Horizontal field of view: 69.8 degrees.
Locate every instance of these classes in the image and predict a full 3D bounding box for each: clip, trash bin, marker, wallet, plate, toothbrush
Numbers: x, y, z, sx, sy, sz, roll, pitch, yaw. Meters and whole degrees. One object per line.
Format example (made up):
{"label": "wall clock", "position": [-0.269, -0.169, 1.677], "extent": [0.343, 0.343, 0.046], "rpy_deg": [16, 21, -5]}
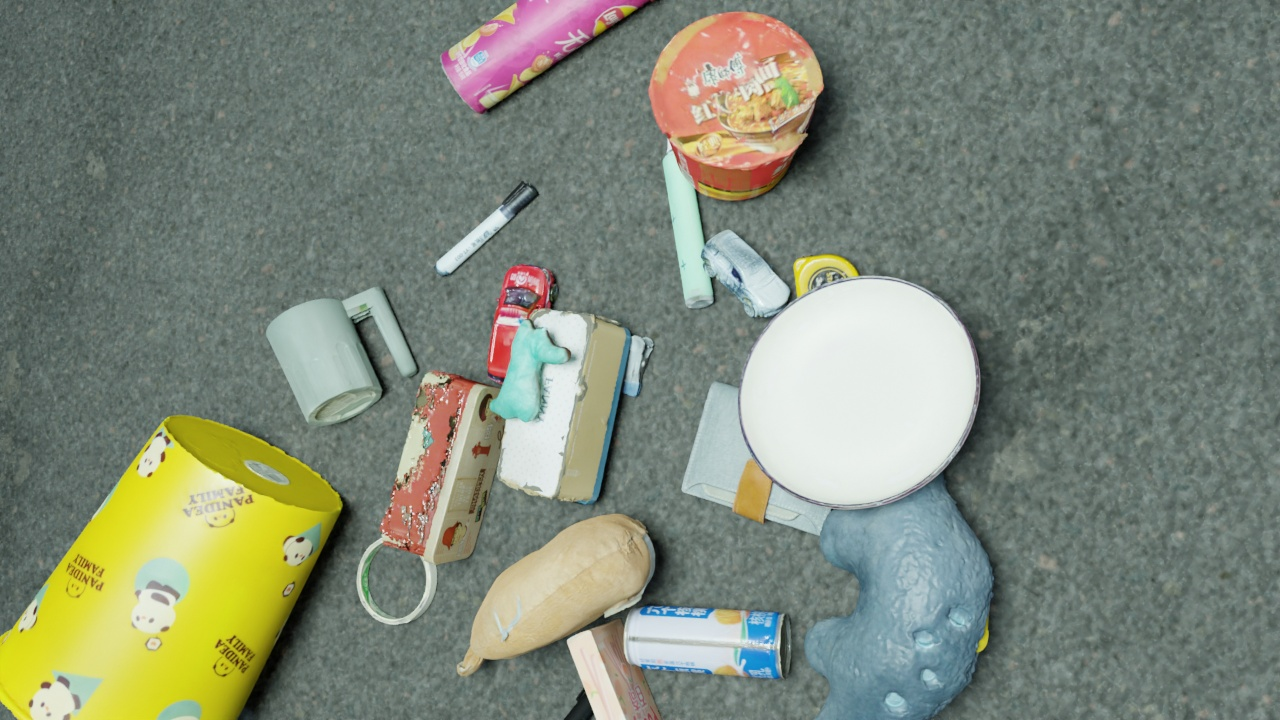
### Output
{"label": "clip", "position": [-0.006, 0.005, 0.845], "extent": [0.024, 0.029, 0.057], "rpy_deg": [22, 97, 26]}
{"label": "trash bin", "position": [-0.431, 0.206, 0.875], "extent": [0.230, 0.229, 0.255], "rpy_deg": [30, 88, 21]}
{"label": "marker", "position": [-0.156, -0.131, 0.915], "extent": [0.131, 0.022, 0.018], "rpy_deg": [-39, 29, 10]}
{"label": "wallet", "position": [0.107, 0.084, 0.784], "extent": [0.130, 0.037, 0.106], "rpy_deg": [16, 88, 21]}
{"label": "marker", "position": [-0.070, 0.337, 0.825], "extent": [0.022, 0.020, 0.132], "rpy_deg": [38, 96, 18]}
{"label": "plate", "position": [0.172, 0.027, 0.728], "extent": [0.193, 0.039, 0.192], "rpy_deg": [-13, 63, 27]}
{"label": "toothbrush", "position": [0.037, -0.158, 0.845], "extent": [0.026, 0.027, 0.224], "rpy_deg": [-6, 80, -17]}

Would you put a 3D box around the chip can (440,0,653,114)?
{"label": "chip can", "position": [-0.090, -0.324, 0.888], "extent": [0.211, 0.071, 0.071], "rpy_deg": [-29, 74, 14]}

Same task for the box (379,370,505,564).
{"label": "box", "position": [-0.187, 0.096, 0.860], "extent": [0.077, 0.091, 0.168], "rpy_deg": [14, 88, 17]}

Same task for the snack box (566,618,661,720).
{"label": "snack box", "position": [-0.010, 0.300, 0.774], "extent": [0.026, 0.084, 0.157], "rpy_deg": [-27, 75, 11]}

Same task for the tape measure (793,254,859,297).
{"label": "tape measure", "position": [0.160, -0.063, 0.787], "extent": [0.057, 0.028, 0.060], "rpy_deg": [-7, 98, 15]}

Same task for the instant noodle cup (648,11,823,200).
{"label": "instant noodle cup", "position": [0.079, -0.207, 0.781], "extent": [0.138, 0.108, 0.137], "rpy_deg": [-1, 78, 4]}

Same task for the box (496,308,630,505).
{"label": "box", "position": [-0.071, 0.047, 0.832], "extent": [0.090, 0.059, 0.184], "rpy_deg": [12, 90, 39]}

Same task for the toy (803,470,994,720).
{"label": "toy", "position": [0.200, 0.191, 0.717], "extent": [0.138, 0.091, 0.356], "rpy_deg": [14, 87, 48]}

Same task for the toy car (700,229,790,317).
{"label": "toy car", "position": [0.093, -0.077, 0.803], "extent": [0.042, 0.034, 0.090], "rpy_deg": [-33, 71, -24]}

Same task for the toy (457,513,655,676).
{"label": "toy", "position": [-0.088, 0.208, 0.784], "extent": [0.226, 0.143, 0.082], "rpy_deg": [-34, 78, 14]}

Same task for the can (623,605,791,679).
{"label": "can", "position": [0.056, 0.236, 0.774], "extent": [0.135, 0.053, 0.053], "rpy_deg": [-2, 82, 20]}

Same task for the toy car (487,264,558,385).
{"label": "toy car", "position": [-0.115, -0.034, 0.876], "extent": [0.053, 0.045, 0.120], "rpy_deg": [8, 84, 19]}

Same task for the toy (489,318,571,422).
{"label": "toy", "position": [-0.097, 0.009, 0.801], "extent": [0.097, 0.030, 0.092], "rpy_deg": [9, 89, 47]}

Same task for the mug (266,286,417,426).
{"label": "mug", "position": [-0.299, -0.006, 0.927], "extent": [0.124, 0.084, 0.103], "rpy_deg": [-26, 75, -11]}

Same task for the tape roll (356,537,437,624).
{"label": "tape roll", "position": [-0.241, 0.216, 0.906], "extent": [0.086, 0.014, 0.085], "rpy_deg": [-3, 83, 20]}
